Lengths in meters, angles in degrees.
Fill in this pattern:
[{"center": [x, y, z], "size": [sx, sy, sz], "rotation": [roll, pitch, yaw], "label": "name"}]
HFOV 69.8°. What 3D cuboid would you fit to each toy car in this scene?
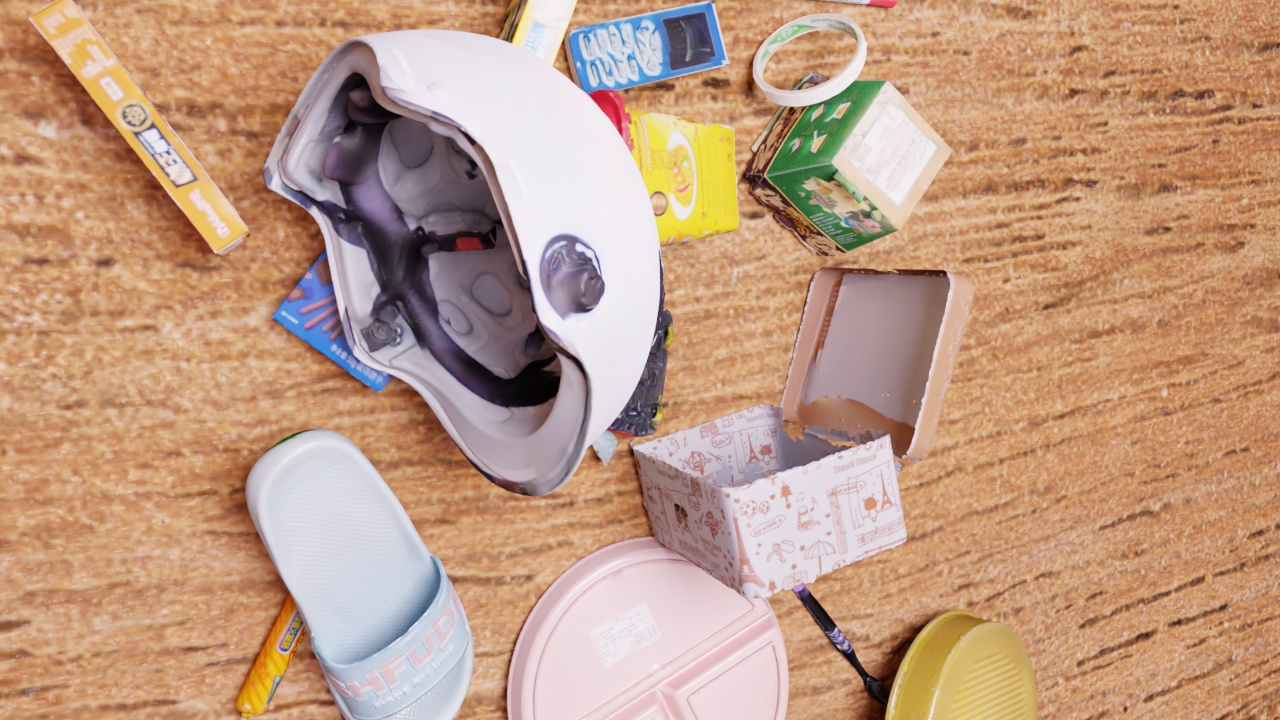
[{"center": [-0.004, 0.004, 0.694], "size": [0.049, 0.031, 0.106], "rotation": [15, 77, -28], "label": "toy car"}]

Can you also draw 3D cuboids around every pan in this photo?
[{"center": [0.211, 0.318, 0.761], "size": [0.356, 0.078, 0.197], "rotation": [2, 88, -41], "label": "pan"}]

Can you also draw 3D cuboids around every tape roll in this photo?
[{"center": [0.129, -0.230, 0.702], "size": [0.085, 0.086, 0.014], "rotation": [-51, 142, -10], "label": "tape roll"}]

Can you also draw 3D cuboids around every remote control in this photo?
[{"center": [0.006, -0.231, 0.681], "size": [0.124, 0.024, 0.049], "rotation": [-18, 101, -18], "label": "remote control"}]

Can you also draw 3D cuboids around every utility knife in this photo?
[{"center": [-0.079, -0.016, 0.670], "size": [0.033, 0.015, 0.223], "rotation": [-36, 104, -15], "label": "utility knife"}]

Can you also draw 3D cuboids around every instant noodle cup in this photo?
[{"center": [-0.002, -0.124, 0.647], "size": [0.123, 0.116, 0.116], "rotation": [-7, 97, -32], "label": "instant noodle cup"}]

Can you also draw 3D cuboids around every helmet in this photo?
[{"center": [-0.077, -0.067, 0.528], "size": [0.145, 0.230, 0.258], "rotation": [-38, 105, -34], "label": "helmet"}]

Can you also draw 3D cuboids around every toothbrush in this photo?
[{"center": [0.168, 0.235, 0.792], "size": [0.014, 0.017, 0.189], "rotation": [-41, 106, -14], "label": "toothbrush"}]

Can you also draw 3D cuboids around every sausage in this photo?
[{"center": [-0.232, 0.169, 0.623], "size": [0.021, 0.021, 0.165], "rotation": [28, 85, -21], "label": "sausage"}]

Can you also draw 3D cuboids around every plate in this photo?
[{"center": [0.013, 0.252, 0.703], "size": [0.229, 0.028, 0.229], "rotation": [2, 84, -16], "label": "plate"}]

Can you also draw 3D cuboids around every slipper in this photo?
[{"center": [-0.173, 0.156, 0.601], "size": [0.103, 0.074, 0.245], "rotation": [-31, 117, -26], "label": "slipper"}]

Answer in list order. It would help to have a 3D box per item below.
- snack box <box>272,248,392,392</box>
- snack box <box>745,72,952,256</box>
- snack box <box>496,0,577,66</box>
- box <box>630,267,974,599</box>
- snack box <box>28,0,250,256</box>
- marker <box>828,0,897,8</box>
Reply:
[{"center": [-0.163, -0.065, 0.618], "size": [0.084, 0.026, 0.157], "rotation": [38, 86, -16], "label": "snack box"}, {"center": [0.167, -0.153, 0.709], "size": [0.118, 0.106, 0.117], "rotation": [38, 80, -21], "label": "snack box"}, {"center": [-0.068, -0.237, 0.618], "size": [0.033, 0.087, 0.140], "rotation": [23, 86, -22], "label": "snack box"}, {"center": [0.124, 0.050, 0.670], "size": [0.269, 0.180, 0.136], "rotation": [-47, 109, -10], "label": "box"}, {"center": [-0.291, -0.132, 0.544], "size": [0.026, 0.075, 0.154], "rotation": [-39, 107, -16], "label": "snack box"}, {"center": [0.143, -0.297, 0.735], "size": [0.145, 0.017, 0.017], "rotation": [-3, 96, -21], "label": "marker"}]
